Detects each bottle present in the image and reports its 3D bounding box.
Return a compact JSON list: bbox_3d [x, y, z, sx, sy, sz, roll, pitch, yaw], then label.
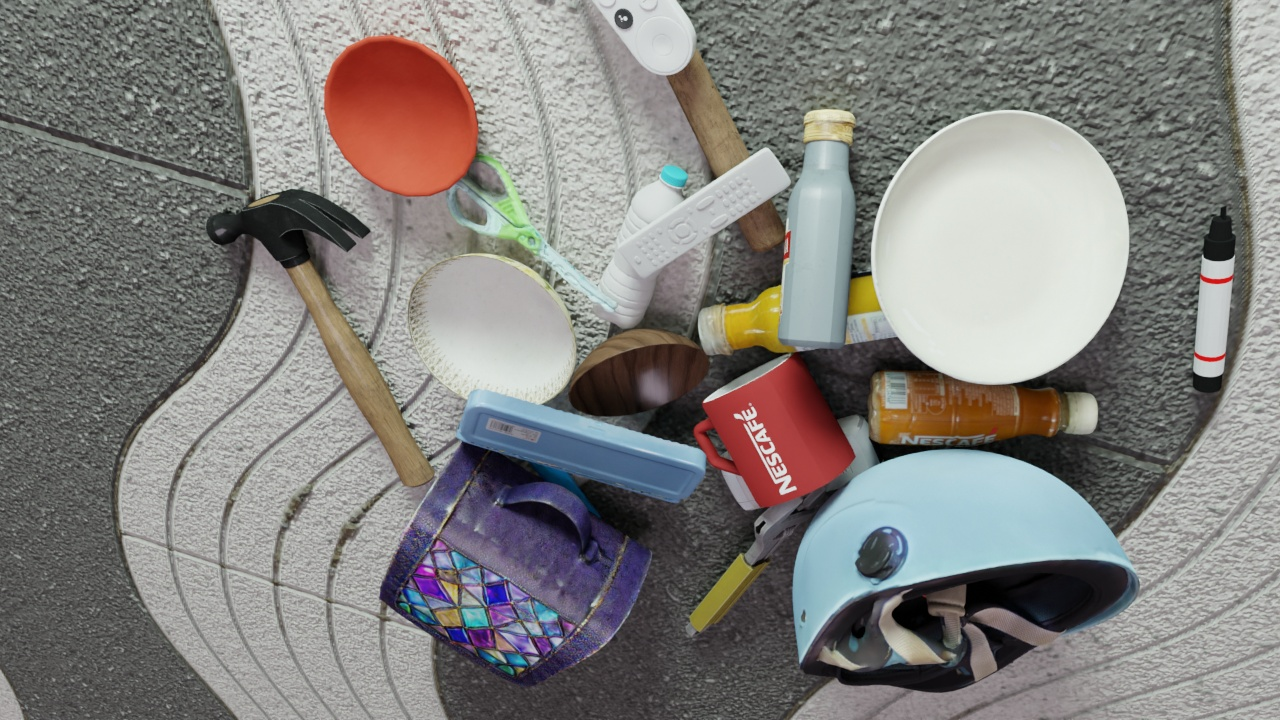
[{"bbox_3d":[0.003,-0.088,0.711,0.044,0.044,0.136,24,125,-1],"label":"bottle"},{"bbox_3d":[0.125,-0.090,0.638,0.046,0.072,0.161,5,93,14],"label":"bottle"},{"bbox_3d":[0.138,-0.036,0.703,0.186,0.053,0.053,-9,119,20],"label":"bottle"},{"bbox_3d":[0.264,0.039,0.717,0.167,0.059,0.059,1,122,10],"label":"bottle"}]

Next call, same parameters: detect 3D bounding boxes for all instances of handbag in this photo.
[{"bbox_3d":[-0.116,0.184,0.857,0.205,0.125,0.223,34,132,-6],"label":"handbag"}]

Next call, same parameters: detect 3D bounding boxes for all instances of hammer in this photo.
[{"bbox_3d":[0.023,-0.213,0.632,0.130,0.040,0.322,-17,117,28],"label":"hammer"},{"bbox_3d":[-0.263,-0.008,0.838,0.132,0.040,0.306,-9,120,23],"label":"hammer"}]

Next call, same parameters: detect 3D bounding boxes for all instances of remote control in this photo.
[{"bbox_3d":[0.044,-0.105,0.661,0.131,0.012,0.033,-31,122,19],"label":"remote control"},{"bbox_3d":[-0.013,-0.244,0.591,0.043,0.013,0.136,-27,113,36],"label":"remote control"},{"bbox_3d":[0.140,0.091,0.802,0.139,0.025,0.060,-18,116,22],"label":"remote control"}]

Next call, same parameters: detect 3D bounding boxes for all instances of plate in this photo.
[{"bbox_3d":[0.241,-0.076,0.629,0.182,0.034,0.182,-1,98,-7],"label":"plate"}]

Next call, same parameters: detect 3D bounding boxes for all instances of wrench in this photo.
[{"bbox_3d":[0.096,0.193,0.849,0.018,0.083,0.274,53,139,25],"label":"wrench"}]

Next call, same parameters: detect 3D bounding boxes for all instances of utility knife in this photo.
[{"bbox_3d":[-0.074,0.124,0.884,0.031,0.015,0.198,-21,115,28],"label":"utility knife"}]

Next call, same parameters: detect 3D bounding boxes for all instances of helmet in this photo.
[{"bbox_3d":[0.237,0.158,0.721,0.225,0.166,0.266,19,142,-33],"label":"helmet"}]

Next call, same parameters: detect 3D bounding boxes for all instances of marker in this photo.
[{"bbox_3d":[0.407,-0.042,0.651,0.019,0.019,0.146,-5,121,17],"label":"marker"}]

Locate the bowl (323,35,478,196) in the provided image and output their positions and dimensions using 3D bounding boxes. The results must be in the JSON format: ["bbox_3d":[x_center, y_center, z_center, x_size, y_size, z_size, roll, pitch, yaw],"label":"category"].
[{"bbox_3d":[-0.176,-0.188,0.697,0.122,0.035,0.122,7,123,10],"label":"bowl"}]

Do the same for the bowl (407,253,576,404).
[{"bbox_3d":[-0.115,-0.034,0.763,0.145,0.063,0.145,7,123,10],"label":"bowl"}]

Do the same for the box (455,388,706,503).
[{"bbox_3d":[-0.055,0.082,0.788,0.209,0.039,0.127,18,156,-10],"label":"box"}]

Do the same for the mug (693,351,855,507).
[{"bbox_3d":[0.100,0.061,0.745,0.117,0.080,0.096,-28,92,38],"label":"mug"}]

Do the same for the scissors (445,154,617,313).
[{"bbox_3d":[-0.084,-0.094,0.721,0.174,0.033,0.065,40,116,3],"label":"scissors"}]

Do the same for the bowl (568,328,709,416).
[{"bbox_3d":[-0.004,0.004,0.757,0.119,0.032,0.119,-13,153,-7],"label":"bowl"}]
